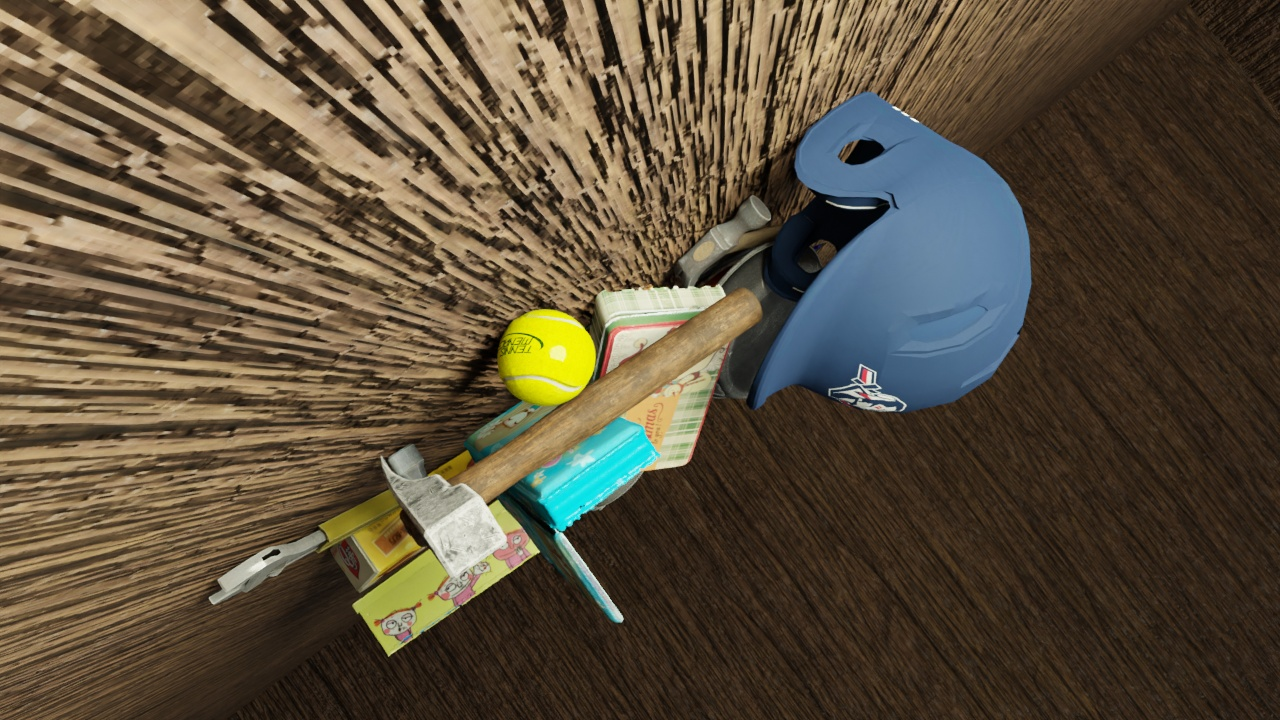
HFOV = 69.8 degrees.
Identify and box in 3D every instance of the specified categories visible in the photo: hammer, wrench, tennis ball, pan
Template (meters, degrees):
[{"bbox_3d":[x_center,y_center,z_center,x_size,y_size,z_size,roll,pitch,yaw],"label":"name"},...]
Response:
[{"bbox_3d":[-0.050,0.031,0.683,0.300,0.037,0.218,-34,-162,-18],"label":"hammer"},{"bbox_3d":[-0.285,0.158,0.857,0.084,0.018,0.272,-39,174,29],"label":"wrench"},{"bbox_3d":[-0.064,-0.002,0.622,0.065,0.065,0.065,-36,175,-4],"label":"tennis ball"},{"bbox_3d":[0.063,0.021,0.931,0.356,0.055,0.187,-45,143,-7],"label":"pan"},{"bbox_3d":[0.130,-0.132,0.948,0.120,0.030,0.330,-38,174,30],"label":"hammer"},{"bbox_3d":[-0.134,0.098,0.909,0.025,0.118,0.332,-32,-178,16],"label":"hammer"},{"bbox_3d":[0.149,-0.143,1.066,0.272,0.018,0.073,-30,171,-44],"label":"wrench"}]

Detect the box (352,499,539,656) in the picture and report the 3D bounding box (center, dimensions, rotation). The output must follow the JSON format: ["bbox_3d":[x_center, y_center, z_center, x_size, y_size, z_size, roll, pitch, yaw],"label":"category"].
[{"bbox_3d":[-0.213,0.238,1.062,0.221,0.081,0.124,-33,178,-6],"label":"box"}]

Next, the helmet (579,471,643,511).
[{"bbox_3d":[-0.069,0.087,1.188,0.272,0.117,0.183,-30,-146,59],"label":"helmet"}]

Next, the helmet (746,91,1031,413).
[{"bbox_3d":[0.187,-0.054,0.743,0.272,0.223,0.232,-41,167,-10],"label":"helmet"}]

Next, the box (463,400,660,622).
[{"bbox_3d":[-0.053,0.108,0.740,0.097,0.121,0.227,-33,-162,-18],"label":"box"}]

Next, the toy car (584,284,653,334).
[{"bbox_3d":[-0.025,-0.021,0.818,0.112,0.047,0.047,-37,178,11],"label":"toy car"}]

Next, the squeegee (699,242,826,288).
[{"bbox_3d":[0.113,-0.083,1.074,0.185,0.055,0.249,-33,179,3],"label":"squeegee"}]

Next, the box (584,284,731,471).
[{"bbox_3d":[0.007,0.023,0.801,0.117,0.049,0.206,-2,139,-18],"label":"box"}]

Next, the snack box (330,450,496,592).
[{"bbox_3d":[-0.228,0.163,1.039,0.229,0.061,0.110,-33,174,-35],"label":"snack box"}]
